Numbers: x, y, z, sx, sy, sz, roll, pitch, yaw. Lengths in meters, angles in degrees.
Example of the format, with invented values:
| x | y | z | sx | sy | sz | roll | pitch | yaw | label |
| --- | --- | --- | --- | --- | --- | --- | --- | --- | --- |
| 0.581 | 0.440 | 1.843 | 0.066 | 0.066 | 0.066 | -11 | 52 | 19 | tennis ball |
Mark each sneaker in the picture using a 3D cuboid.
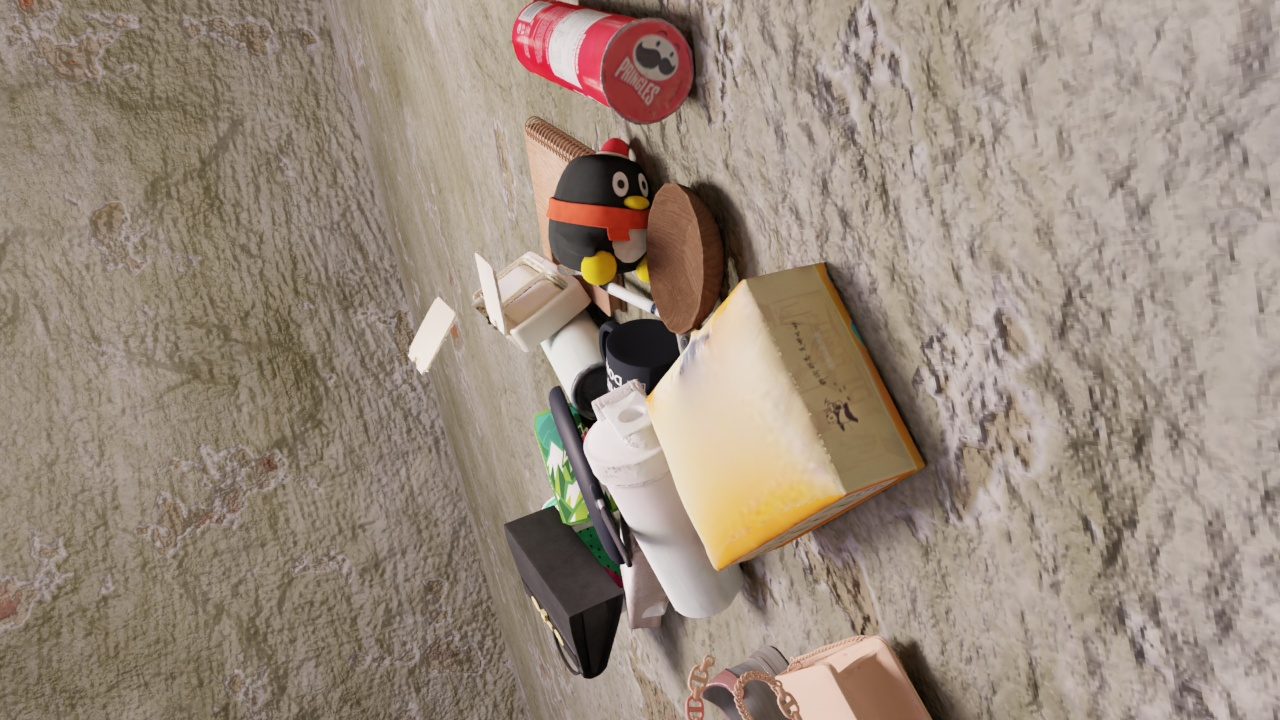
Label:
| x | y | z | sx | sy | sz | roll | pitch | yaw | label |
| --- | --- | --- | --- | --- | --- | --- | --- | --- | --- |
| 0.124 | 0.354 | 0.764 | 0.236 | 0.089 | 0.099 | -126 | 26 | -44 | sneaker |

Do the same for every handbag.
| x | y | z | sx | sy | sz | roll | pitch | yaw | label |
| --- | --- | --- | --- | --- | --- | --- | --- | --- | --- |
| 0.106 | 0.278 | 0.600 | 0.198 | 0.186 | 0.117 | 63 | 152 | 16 | handbag |
| -0.096 | 0.319 | 1.159 | 0.176 | 0.072 | 0.196 | 42 | 141 | 45 | handbag |

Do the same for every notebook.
| x | y | z | sx | sy | sz | roll | pitch | yaw | label |
| --- | --- | --- | --- | --- | --- | --- | --- | --- | --- |
| -0.074 | -0.162 | 0.989 | 0.210 | 0.022 | 0.169 | -135 | 32 | -54 | notebook |

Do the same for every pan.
| x | y | z | sx | sy | sz | roll | pitch | yaw | label |
| --- | --- | --- | --- | --- | --- | --- | --- | --- | --- |
| -0.044 | 0.133 | 0.889 | 0.356 | 0.021 | 0.199 | -141 | 31 | -77 | pan |

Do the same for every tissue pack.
| x | y | z | sx | sy | sz | roll | pitch | yaw | label |
| --- | --- | --- | --- | --- | --- | --- | --- | --- | --- |
| 0.012 | 0.224 | 1.028 | 0.182 | 0.071 | 0.103 | 97 | 166 | -46 | tissue pack |

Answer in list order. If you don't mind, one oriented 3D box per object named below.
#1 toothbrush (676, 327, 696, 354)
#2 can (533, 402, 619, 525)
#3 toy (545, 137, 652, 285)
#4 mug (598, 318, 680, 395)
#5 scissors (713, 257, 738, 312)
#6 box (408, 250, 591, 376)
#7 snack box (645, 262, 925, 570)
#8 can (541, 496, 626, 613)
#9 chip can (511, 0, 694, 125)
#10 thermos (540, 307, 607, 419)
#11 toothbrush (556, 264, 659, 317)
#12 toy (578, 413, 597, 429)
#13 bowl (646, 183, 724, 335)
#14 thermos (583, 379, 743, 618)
| x | y | z | sx | sy | sz | roll | pitch | yaw | label |
| --- | --- | --- | --- | --- | --- | --- | --- | --- | --- |
| 0.035 | -0.045 | 0.782 | 0.022 | 0.024 | 0.185 | -6 | 104 | 29 | toothbrush |
| -0.077 | 0.125 | 1.144 | 0.083 | 0.083 | 0.144 | 155 | 98 | -71 | can |
| -0.032 | -0.131 | 0.791 | 0.100 | 0.097 | 0.119 | 20 | 110 | 44 | toy |
| -0.005 | 0.005 | 0.847 | 0.105 | 0.071 | 0.078 | 41 | 144 | 39 | mug |
| 0.077 | 0.010 | 0.722 | 0.172 | 0.014 | 0.159 | 64 | 158 | 23 | scissors |
| -0.175 | -0.064 | 0.989 | 0.143 | 0.194 | 0.101 | 33 | 160 | 55 | box |
| 0.077 | 0.047 | 0.620 | 0.145 | 0.080 | 0.196 | 67 | 154 | 18 | snack box |
| -0.069 | 0.259 | 1.227 | 0.088 | 0.088 | 0.165 | 103 | 145 | -56 | can |
| -0.041 | -0.249 | 0.743 | 0.233 | 0.073 | 0.073 | -135 | 34 | -56 | chip can |
| -0.072 | -0.018 | 1.000 | 0.230 | 0.068 | 0.068 | -125 | 25 | -57 | thermos |
| -0.030 | -0.069 | 0.898 | 0.187 | 0.017 | 0.012 | 29 | 134 | 50 | toothbrush |
| -0.038 | 0.051 | 1.010 | 0.076 | 0.062 | 0.100 | -60 | 21 | 16 | toy |
| 0.038 | -0.080 | 0.712 | 0.118 | 0.030 | 0.118 | 173 | 90 | -71 | bowl |
| 0.022 | 0.122 | 0.800 | 0.099 | 0.099 | 0.220 | 39 | 155 | 59 | thermos |
